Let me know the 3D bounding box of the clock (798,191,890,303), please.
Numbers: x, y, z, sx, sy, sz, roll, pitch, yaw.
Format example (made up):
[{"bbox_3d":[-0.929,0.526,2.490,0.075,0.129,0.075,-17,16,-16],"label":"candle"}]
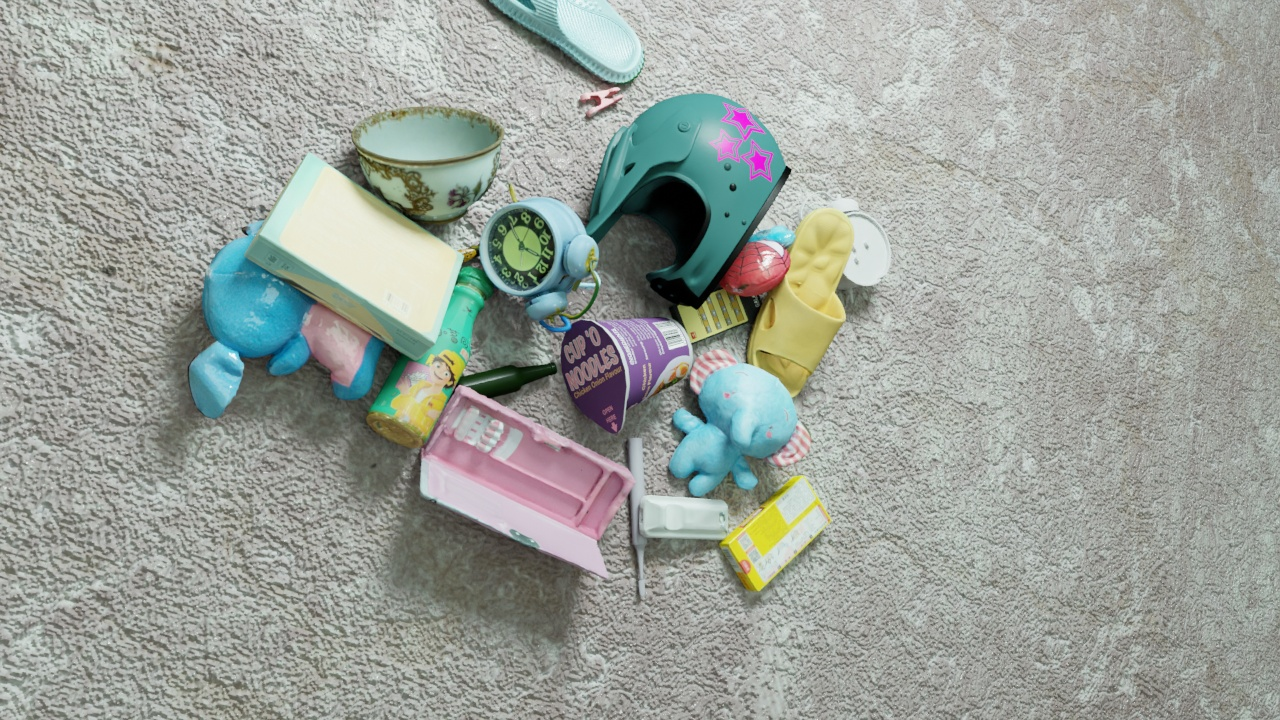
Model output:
[{"bbox_3d":[0.284,-0.167,1.289,0.119,0.061,0.159,-46,104,-26],"label":"clock"}]

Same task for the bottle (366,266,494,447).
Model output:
[{"bbox_3d":[-0.220,-0.010,0.998,0.068,0.068,0.209,32,61,-19],"label":"bottle"}]

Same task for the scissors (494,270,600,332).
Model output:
[{"bbox_3d":[-0.104,-0.088,1.069,0.123,0.016,0.125,-30,64,-15],"label":"scissors"}]

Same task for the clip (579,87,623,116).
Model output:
[{"bbox_3d":[-0.053,-0.336,1.170,0.045,0.023,0.060,45,70,-15],"label":"clip"}]

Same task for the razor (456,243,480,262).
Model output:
[{"bbox_3d":[-0.211,-0.118,1.049,0.143,0.021,0.044,-22,105,-29],"label":"razor"}]

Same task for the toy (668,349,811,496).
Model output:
[{"bbox_3d":[0.114,0.085,1.139,0.183,0.115,0.180,45,76,-3],"label":"toy"}]

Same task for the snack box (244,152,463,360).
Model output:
[{"bbox_3d":[-0.281,-0.106,0.932,0.193,0.044,0.141,34,38,-26],"label":"snack box"}]

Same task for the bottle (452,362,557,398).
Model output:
[{"bbox_3d":[-0.153,0.022,1.048,0.122,0.033,0.033,-14,88,-29],"label":"bottle"}]

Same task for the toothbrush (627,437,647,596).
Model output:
[{"bbox_3d":[-0.003,0.187,1.104,0.018,0.019,0.188,-1,81,-12],"label":"toothbrush"}]

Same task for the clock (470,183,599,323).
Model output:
[{"bbox_3d":[-0.108,-0.112,1.014,0.162,0.118,0.060,39,21,15],"label":"clock"}]

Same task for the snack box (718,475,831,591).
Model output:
[{"bbox_3d":[0.176,0.222,1.186,0.152,0.025,0.075,-36,98,-28],"label":"snack box"}]

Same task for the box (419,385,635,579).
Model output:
[{"bbox_3d":[-0.115,0.133,0.992,0.232,0.115,0.106,31,96,-20],"label":"box"}]

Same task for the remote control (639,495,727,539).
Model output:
[{"bbox_3d":[0.056,0.192,1.119,0.133,0.022,0.050,10,76,-36],"label":"remote control"}]

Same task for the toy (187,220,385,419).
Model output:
[{"bbox_3d":[-0.346,-0.035,0.921,0.191,0.099,0.223,27,58,-26],"label":"toy"}]

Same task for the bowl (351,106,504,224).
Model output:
[{"bbox_3d":[-0.228,-0.206,1.002,0.159,0.160,0.094,-18,130,-29],"label":"bowl"}]

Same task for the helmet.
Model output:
[{"bbox_3d":[0.040,-0.199,1.106,0.200,0.177,0.274,34,76,-4],"label":"helmet"}]

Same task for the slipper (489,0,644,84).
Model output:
[{"bbox_3d":[-0.100,-0.453,1.140,0.276,0.070,0.115,35,70,-18],"label":"slipper"}]

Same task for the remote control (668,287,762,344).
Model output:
[{"bbox_3d":[0.103,-0.064,1.205,0.133,0.013,0.058,-22,92,-28],"label":"remote control"}]

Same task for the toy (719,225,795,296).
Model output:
[{"bbox_3d":[0.154,-0.133,1.194,0.132,0.092,0.062,-62,140,-36],"label":"toy"}]

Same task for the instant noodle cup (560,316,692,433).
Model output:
[{"bbox_3d":[-0.006,0.006,1.086,0.121,0.122,0.136,-16,80,-38],"label":"instant noodle cup"}]

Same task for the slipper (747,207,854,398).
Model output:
[{"bbox_3d":[0.218,-0.074,1.202,0.099,0.078,0.263,20,90,-18],"label":"slipper"}]
